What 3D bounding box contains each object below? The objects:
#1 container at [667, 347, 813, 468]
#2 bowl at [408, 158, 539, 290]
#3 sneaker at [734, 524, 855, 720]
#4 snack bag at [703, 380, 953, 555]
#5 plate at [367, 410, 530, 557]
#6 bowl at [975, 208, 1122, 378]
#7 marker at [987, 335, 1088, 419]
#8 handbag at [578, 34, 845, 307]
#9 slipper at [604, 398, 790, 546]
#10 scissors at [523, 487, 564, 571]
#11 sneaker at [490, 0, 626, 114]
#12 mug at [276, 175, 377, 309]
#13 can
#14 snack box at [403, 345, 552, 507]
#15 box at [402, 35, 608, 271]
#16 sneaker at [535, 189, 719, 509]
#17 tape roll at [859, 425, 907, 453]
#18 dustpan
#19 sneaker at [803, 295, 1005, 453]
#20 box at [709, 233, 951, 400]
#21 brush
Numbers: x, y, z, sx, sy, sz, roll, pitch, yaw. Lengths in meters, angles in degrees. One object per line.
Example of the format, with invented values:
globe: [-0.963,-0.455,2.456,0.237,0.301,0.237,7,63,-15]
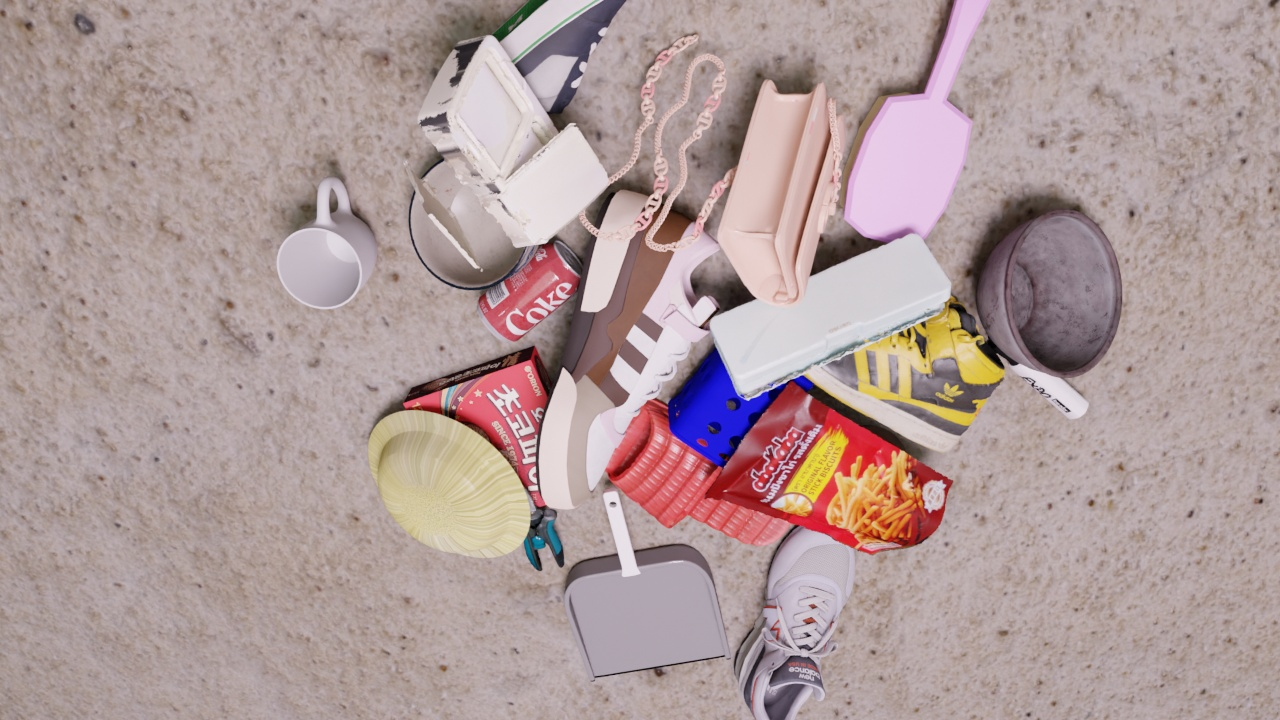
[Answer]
container: [0.093,0.031,0.865,0.085,0.084,0.114,33,109,-12]
bowl: [-0.137,-0.121,0.803,0.116,0.059,0.115,2,99,17]
sneaker: [0.167,0.290,0.955,0.089,0.124,0.240,16,113,-7]
snack bag: [0.179,0.112,0.861,0.208,0.066,0.139,28,117,-19]
plate: [-0.199,0.135,0.899,0.184,0.036,0.185,13,126,18]
bowl: [0.351,-0.058,0.815,0.144,0.067,0.145,0,91,-27]
marker: [0.382,0.012,0.886,0.126,0.025,0.025,37,109,-14]
handbag: [0.074,-0.154,0.773,0.187,0.116,0.198,10,72,24]
slipper: [0.050,0.122,0.919,0.248,0.059,0.104,33,110,-14]
scissors: [-0.112,0.177,0.938,0.130,0.019,0.135,24,125,-33]
sneaker: [-0.062,-0.256,0.746,0.236,0.084,0.079,-34,119,20]
mug: [-0.267,-0.110,0.802,0.071,0.089,0.107,6,113,-2]
can: [-0.100,-0.063,0.841,0.097,0.054,0.054,-38,108,15]
snack box: [-0.139,0.079,0.913,0.133,0.035,0.152,-18,112,8]
box: [-0.097,-0.131,0.672,0.081,0.181,0.143,-2,146,30]
sneaker: [-0.005,0.005,0.821,0.116,0.111,0.294,17,98,9]
tape roll: [0.226,0.114,0.928,0.094,0.030,0.094,0,114,0]
dustpan: [-0.004,0.241,0.985,0.163,0.033,0.258,-11,113,5]
sneaker: [0.227,-0.018,0.840,0.238,0.086,0.122,30,113,-14]
box: [0.160,-0.041,0.783,0.199,0.072,0.086,-24,93,0]
brush: [0.240,-0.213,0.778,0.089,0.043,0.229,14,113,-6]
